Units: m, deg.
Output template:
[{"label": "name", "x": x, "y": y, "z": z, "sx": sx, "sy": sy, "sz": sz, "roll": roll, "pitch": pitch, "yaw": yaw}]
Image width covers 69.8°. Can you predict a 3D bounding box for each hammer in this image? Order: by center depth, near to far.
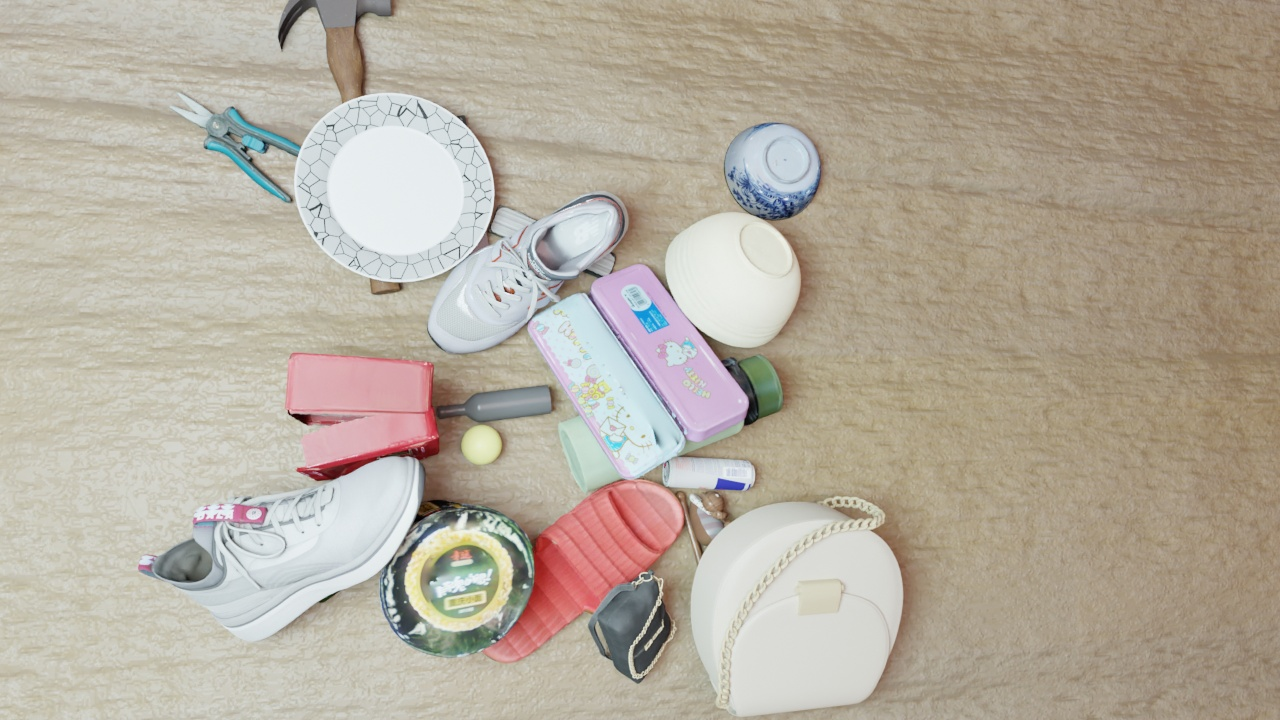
[{"label": "hammer", "x": -0.286, "y": -0.226, "z": 0.925, "sx": 0.115, "sy": 0.033, "sz": 0.323, "roll": -10, "pitch": 87, "yaw": -16}]

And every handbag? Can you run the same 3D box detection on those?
[{"label": "handbag", "x": -0.003, "y": 0.260, "z": 0.909, "sx": 0.054, "sy": 0.129, "sz": 0.079, "roll": 24, "pitch": 55, "yaw": 33}, {"label": "handbag", "x": 0.157, "y": 0.251, "z": 0.939, "sx": 0.210, "sy": 0.103, "sz": 0.208, "roll": 1, "pitch": 99, "yaw": -18}]

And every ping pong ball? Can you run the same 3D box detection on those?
[{"label": "ping pong ball", "x": -0.159, "y": 0.084, "z": 0.918, "sx": 0.040, "sy": 0.040, "sz": 0.040, "roll": 1, "pitch": 84, "yaw": -13}]

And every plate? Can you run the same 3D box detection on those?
[{"label": "plate", "x": -0.241, "y": -0.169, "z": 0.907, "sx": 0.188, "sy": 0.016, "sz": 0.188, "roll": 2, "pitch": 84, "yaw": -16}]

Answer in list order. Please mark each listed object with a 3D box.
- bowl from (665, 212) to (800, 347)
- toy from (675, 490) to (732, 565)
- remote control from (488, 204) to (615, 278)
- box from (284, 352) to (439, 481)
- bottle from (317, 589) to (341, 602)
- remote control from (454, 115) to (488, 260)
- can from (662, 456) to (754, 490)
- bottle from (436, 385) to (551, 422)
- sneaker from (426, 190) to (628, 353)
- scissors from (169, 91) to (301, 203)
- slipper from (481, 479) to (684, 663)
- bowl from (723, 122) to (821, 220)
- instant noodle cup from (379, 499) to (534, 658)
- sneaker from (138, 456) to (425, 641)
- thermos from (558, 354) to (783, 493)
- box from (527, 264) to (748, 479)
[{"label": "bowl", "x": 0.109, "y": -0.096, "z": 0.951, "sx": 0.150, "sy": 0.076, "sz": 0.150, "roll": 15, "pitch": 56, "yaw": -24}, {"label": "toy", "x": 0.072, "y": 0.181, "z": 0.962, "sx": 0.055, "sy": 0.041, "sz": 0.101, "roll": -19, "pitch": 80, "yaw": 8}, {"label": "remote control", "x": -0.091, "y": -0.123, "z": 0.968, "sx": 0.136, "sy": 0.013, "sz": 0.033, "roll": 22, "pitch": 80, "yaw": -9}, {"label": "box", "x": -0.251, "y": 0.045, "z": 0.843, "sx": 0.134, "sy": 0.158, "sz": 0.110, "roll": -7, "pitch": 81, "yaw": -15}, {"label": "bottle", "x": -0.272, "y": 0.193, "z": 0.888, "sx": 0.106, "sy": 0.025, "sz": 0.025, "roll": -36, "pitch": 93, "yaw": -14}, {"label": "remote control", "x": -0.186, "y": -0.180, "z": 0.952, "sx": 0.034, "sy": 0.013, "sz": 0.150, "roll": -10, "pitch": 87, "yaw": -14}, {"label": "can", "x": 0.072, "y": 0.120, "z": 0.972, "sx": 0.095, "sy": 0.032, "sz": 0.032, "roll": 5, "pitch": 83, "yaw": -13}, {"label": "bottle", "x": -0.149, "y": 0.046, "z": 0.929, "sx": 0.113, "sy": 0.030, "sz": 0.030, "roll": -7, "pitch": 86, "yaw": -14}, {"label": "sneaker", "x": -0.107, "y": -0.092, "z": 0.892, "sx": 0.239, "sy": 0.124, "sz": 0.089, "roll": -39, "pitch": 100, "yaw": -7}, {"label": "scissors", "x": -0.387, "y": -0.214, "z": 0.905, "sx": 0.148, "sy": 0.019, "sz": 0.123, "roll": -6, "pitch": 90, "yaw": -8}, {"label": "slipper", "x": -0.062, "y": 0.208, "z": 0.917, "sx": 0.248, "sy": 0.059, "sz": 0.103, "roll": -36, "pitch": 90, "yaw": -11}, {"label": "bowl", "x": 0.154, "y": -0.216, "z": 1.018, "sx": 0.114, "sy": 0.045, "sz": 0.114, "roll": 1, "pitch": 84, "yaw": -13}, {"label": "instant noodle cup", "x": -0.182, "y": 0.191, "z": 0.856, "sx": 0.137, "sy": 0.112, "sz": 0.137, "roll": -2, "pitch": 95, "yaw": -25}, {"label": "sneaker", "x": -0.302, "y": 0.144, "z": 0.785, "sx": 0.263, "sy": 0.096, "sz": 0.128, "roll": -32, "pitch": 133, "yaw": 18}, {"label": "thermos", "x": 0.035, "y": 0.057, "z": 0.946, "sx": 0.231, "sy": 0.082, "sz": 0.082, "roll": -20, "pitch": 89, "yaw": -14}, {"label": "box", "x": -0.006, "y": 0.005, "z": 0.918, "sx": 0.150, "sy": 0.035, "sz": 0.214, "roll": -28, "pitch": 61, "yaw": -13}]
